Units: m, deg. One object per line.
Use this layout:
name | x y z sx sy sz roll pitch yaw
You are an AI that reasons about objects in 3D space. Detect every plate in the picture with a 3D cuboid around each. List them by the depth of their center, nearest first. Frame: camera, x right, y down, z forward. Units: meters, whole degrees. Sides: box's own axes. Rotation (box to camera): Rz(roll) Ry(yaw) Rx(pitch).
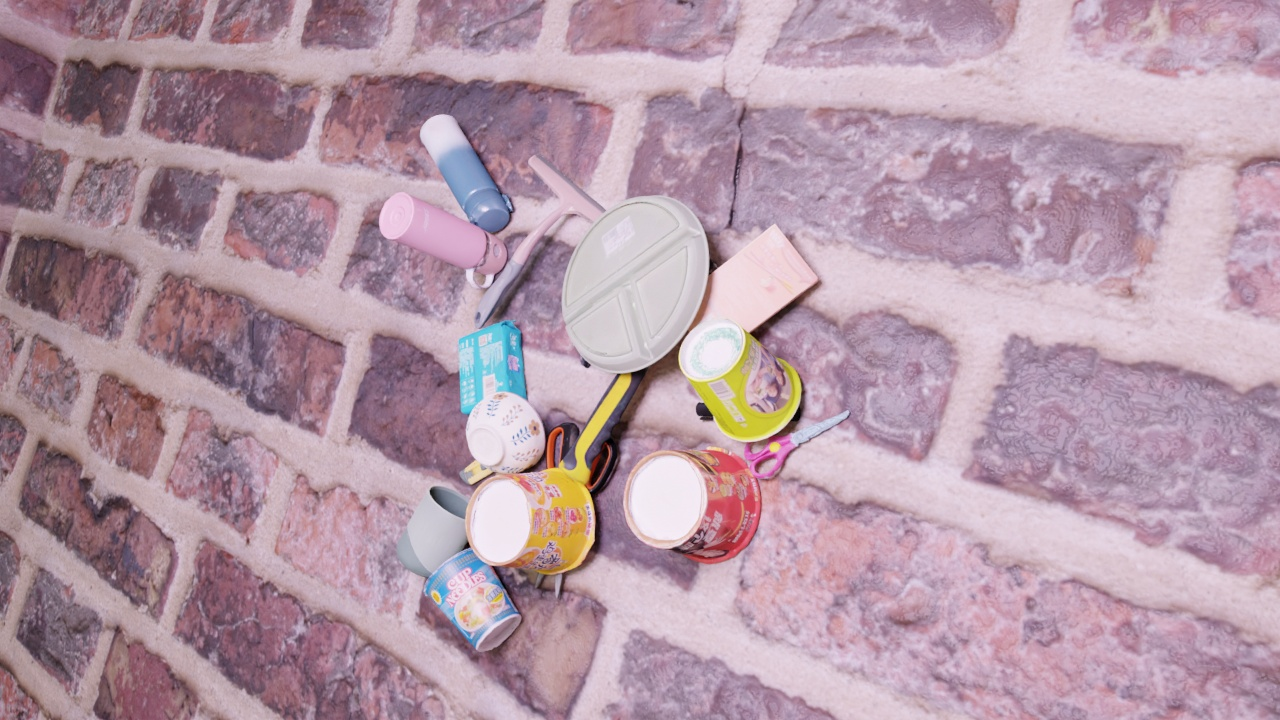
plate | -0.015 -0.097 1.126 0.231 0.027 0.230 -14 68 37

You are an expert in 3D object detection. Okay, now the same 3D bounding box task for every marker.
marker | 0.125 0.061 1.080 0.132 0.020 0.022 0 94 34

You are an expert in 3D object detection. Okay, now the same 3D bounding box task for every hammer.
hammer | -0.007 0.007 1.146 0.126 0.032 0.323 34 96 20

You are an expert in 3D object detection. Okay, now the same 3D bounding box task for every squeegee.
squeegee | -0.161 -0.145 1.288 0.250 0.040 0.247 -51 58 6

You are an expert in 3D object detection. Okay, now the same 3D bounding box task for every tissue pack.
tissue pack | -0.210 0.013 1.298 0.093 0.050 0.133 -17 70 31

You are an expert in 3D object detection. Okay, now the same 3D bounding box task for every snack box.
snack box | 0.122 -0.079 1.080 0.157 0.026 0.084 -37 80 11

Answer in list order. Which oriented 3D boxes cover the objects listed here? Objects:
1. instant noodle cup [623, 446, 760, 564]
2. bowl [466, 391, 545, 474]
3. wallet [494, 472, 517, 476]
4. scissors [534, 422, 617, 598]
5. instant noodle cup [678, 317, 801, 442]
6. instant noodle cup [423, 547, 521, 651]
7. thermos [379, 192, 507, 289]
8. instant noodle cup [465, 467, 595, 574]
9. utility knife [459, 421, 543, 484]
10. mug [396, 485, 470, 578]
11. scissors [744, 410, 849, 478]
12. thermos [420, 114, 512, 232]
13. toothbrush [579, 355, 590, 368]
instant noodle cup | 0.054 0.163 1.050 0.138 0.108 0.137 -8 76 32
bowl | -0.189 0.104 1.224 0.114 0.062 0.113 10 113 25
wallet | -0.175 0.210 1.248 0.087 0.024 0.115 -3 79 35
scissors | -0.102 0.186 1.207 0.230 0.021 0.190 -53 53 16
instant noodle cup | 0.105 0.015 1.023 0.112 0.123 0.111 -18 51 24
instant noodle cup | -0.216 0.320 1.213 0.110 0.099 0.099 46 105 24
thermos | -0.272 -0.162 1.288 0.067 0.198 0.087 1 78 32
instant noodle cup | -0.142 0.200 1.148 0.138 0.109 0.138 -7 78 32
utility knife | -0.193 0.132 1.285 0.166 0.018 0.031 -31 70 20
mug | -0.271 0.248 1.276 0.112 0.082 0.106 32 99 3
scissors | 0.178 0.088 1.042 0.134 0.017 0.056 -31 56 21
thermos | -0.265 -0.283 1.395 0.070 0.070 0.220 -44 60 18
toothbrush | -0.068 -0.084 1.227 0.014 0.017 0.189 5 92 27
